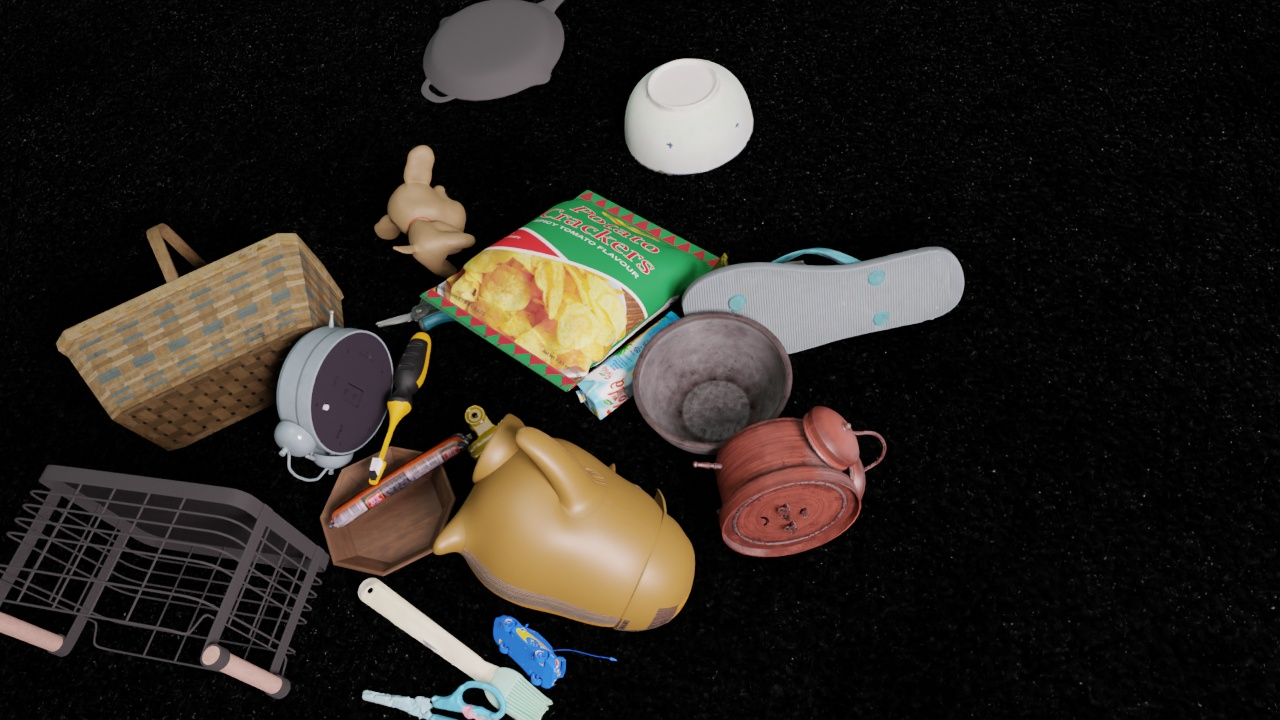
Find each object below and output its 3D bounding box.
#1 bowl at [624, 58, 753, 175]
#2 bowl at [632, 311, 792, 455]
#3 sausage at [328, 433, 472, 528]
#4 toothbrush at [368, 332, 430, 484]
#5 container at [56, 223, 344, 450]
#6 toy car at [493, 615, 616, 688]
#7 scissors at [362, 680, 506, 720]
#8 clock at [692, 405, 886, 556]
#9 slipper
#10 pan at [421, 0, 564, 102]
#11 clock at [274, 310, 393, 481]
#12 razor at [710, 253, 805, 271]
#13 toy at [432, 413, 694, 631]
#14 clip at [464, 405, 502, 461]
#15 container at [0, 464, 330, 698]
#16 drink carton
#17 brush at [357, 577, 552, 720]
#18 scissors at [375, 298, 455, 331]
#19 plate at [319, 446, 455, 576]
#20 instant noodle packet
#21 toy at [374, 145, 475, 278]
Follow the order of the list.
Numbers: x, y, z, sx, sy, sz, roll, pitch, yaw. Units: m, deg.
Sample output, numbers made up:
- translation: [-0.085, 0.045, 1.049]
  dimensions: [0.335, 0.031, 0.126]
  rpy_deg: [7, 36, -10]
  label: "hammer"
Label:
- translation: [0.053, -0.295, 1.066]
  dimensions: [0.153, 0.073, 0.153]
  rpy_deg: [-5, 56, 7]
  label: "bowl"
- translation: [0.069, 0.031, 0.862]
  dimensions: [0.145, 0.067, 0.144]
  rpy_deg: [-4, 58, 7]
  label: "bowl"
- translation: [-0.225, 0.111, 0.859]
  dimensions: [0.155, 0.020, 0.020]
  rpy_deg: [-33, 59, -11]
  label: "sausage"
- translation: [-0.239, 0.043, 0.912]
  dimensions: [0.031, 0.031, 0.196]
  rpy_deg: [0, 46, 6]
  label: "toothbrush"
- translation: [-0.446, -0.045, 0.951]
  dimensions: [0.249, 0.158, 0.186]
  rpy_deg: [-27, 69, -7]
  label: "container"
- translation: [-0.075, 0.242, 0.783]
  dimensions: [0.092, 0.033, 0.061]
  rpy_deg: [32, 35, 34]
  label: "toy car"
- translation: [-0.177, 0.296, 0.772]
  dimensions: [0.139, 0.015, 0.063]
  rpy_deg: [1, 80, 22]
  label: "scissors"
- translation: [0.134, 0.101, 0.779]
  dimensions: [0.158, 0.120, 0.072]
  rpy_deg: [-18, 49, 8]
  label: "clock"
- translation: [0.175, -0.061, 0.900]
  dimensions: [0.269, 0.098, 0.054]
  rpy_deg: [-5, 24, 4]
  label: "slipper"
- translation: [-0.155, -0.462, 1.234]
  dimensions: [0.216, 0.024, 0.353]
  rpy_deg: [37, 70, 27]
  label: "pan"
- translation: [-0.300, 0.039, 0.891]
  dimensions: [0.045, 0.122, 0.159]
  rpy_deg: [12, 74, 21]
  label: "clock"
- translation: [0.123, -0.093, 0.942]
  dimensions: [0.105, 0.043, 0.026]
  rpy_deg: [-7, 66, -22]
  label: "razor"
- translation: [-0.047, 0.145, 0.773]
  dimensions: [0.203, 0.199, 0.162]
  rpy_deg: [26, 47, 3]
  label: "toy"
- translation: [-0.155, 0.065, 0.899]
  dimensions: [0.053, 0.039, 0.047]
  rpy_deg: [-37, 67, -12]
  label: "clip"
- translation: [-0.409, 0.192, 0.784]
  dimensions: [0.241, 0.163, 0.130]
  rpy_deg: [5, 59, 14]
  label: "container"
- translation: [-0.005, 0.005, 0.905]
  dimensions: [0.128, 0.044, 0.038]
  rpy_deg: [-37, 60, -14]
  label: "drink carton"
- translation: [-0.169, 0.250, 0.801]
  dimensions: [0.218, 0.012, 0.033]
  rpy_deg: [26, 66, 25]
  label: "brush"
- translation: [-0.211, -0.059, 0.996]
  dimensions: [0.129, 0.019, 0.137]
  rpy_deg: [24, 58, 32]
  label: "scissors"
- translation: [-0.236, 0.144, 0.868]
  dimensions: [0.131, 0.025, 0.131]
  rpy_deg: [-4, 58, 7]
  label: "plate"
- translation: [-0.063, -0.084, 0.936]
  dimensions: [0.196, 0.090, 0.251]
  rpy_deg: [31, 50, 25]
  label: "instant noodle packet"
- translation: [-0.236, -0.150, 1.016]
  dimensions: [0.105, 0.134, 0.108]
  rpy_deg: [5, 45, -39]
  label: "toy"
